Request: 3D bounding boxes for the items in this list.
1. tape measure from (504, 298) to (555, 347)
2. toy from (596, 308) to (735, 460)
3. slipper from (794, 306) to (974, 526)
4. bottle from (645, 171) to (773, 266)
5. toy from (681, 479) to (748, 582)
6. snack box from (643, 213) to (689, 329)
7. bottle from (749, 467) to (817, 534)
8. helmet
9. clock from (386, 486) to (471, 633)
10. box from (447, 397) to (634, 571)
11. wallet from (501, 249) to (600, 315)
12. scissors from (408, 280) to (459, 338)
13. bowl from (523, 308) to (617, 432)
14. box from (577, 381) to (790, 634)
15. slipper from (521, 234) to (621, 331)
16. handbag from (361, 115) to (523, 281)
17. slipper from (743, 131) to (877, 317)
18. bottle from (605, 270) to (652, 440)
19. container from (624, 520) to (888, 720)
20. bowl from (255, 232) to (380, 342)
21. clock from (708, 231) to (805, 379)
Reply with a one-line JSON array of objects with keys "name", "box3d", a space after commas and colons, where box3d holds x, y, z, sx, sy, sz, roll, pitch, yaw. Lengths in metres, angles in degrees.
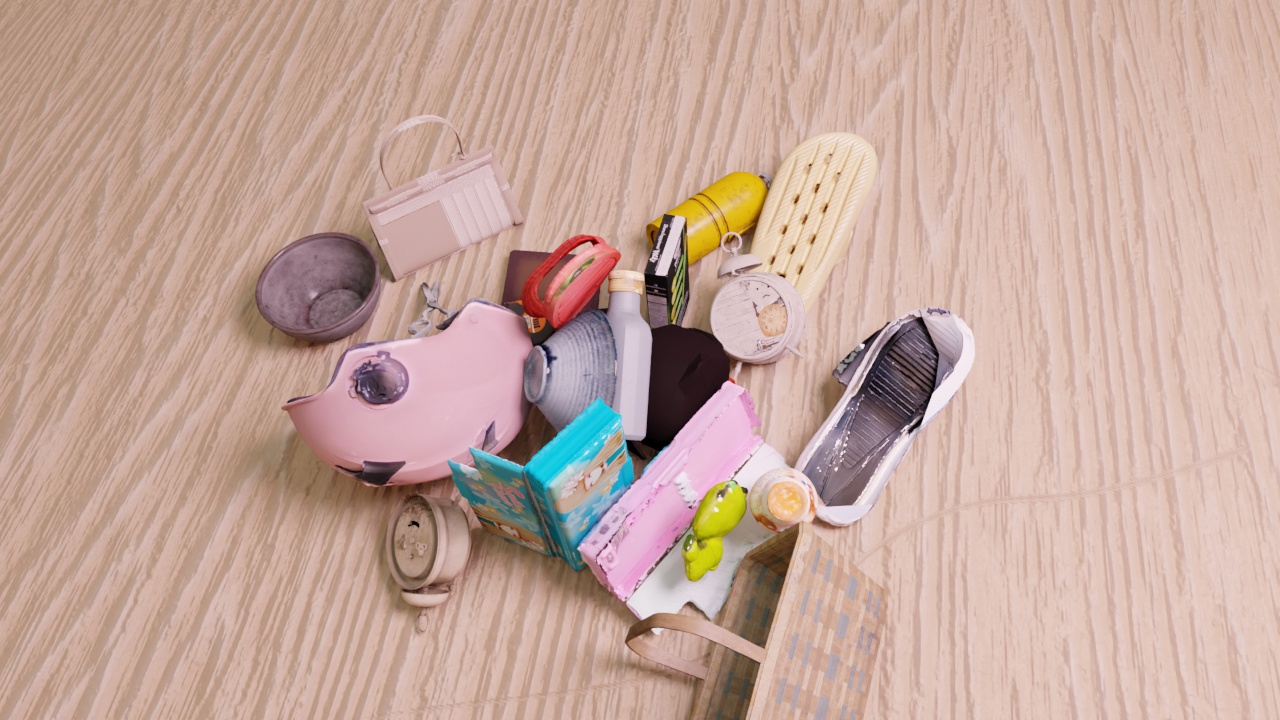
[{"name": "tape measure", "box3d": [-0.122, -0.042, 1.065, 0.059, 0.038, 0.058, -14, 77, 5]}, {"name": "toy", "box3d": [-0.006, 0.005, 0.966, 0.184, 0.140, 0.158, 27, 65, 20]}, {"name": "slipper", "box3d": [0.247, 0.051, 0.958, 0.111, 0.063, 0.263, 38, 77, -10]}, {"name": "bottle", "box3d": [0.093, -0.176, 1.112, 0.163, 0.071, 0.071, -34, 62, -15]}, {"name": "toy", "box3d": [0.069, 0.156, 0.856, 0.036, 0.094, 0.094, 21, 23, 31]}, {"name": "snack box", "box3d": [0.031, -0.082, 1.013, 0.025, 0.148, 0.080, 12, 60, 11]}, {"name": "bottle", "box3d": [0.133, 0.130, 0.853, 0.063, 0.109, 0.063, -1, 80, 6]}, {"name": "helmet", "box3d": [-0.220, 0.047, 0.931, 0.255, 0.230, 0.152, -21, 91, -15]}, {"name": "clock", "box3d": [-0.208, 0.198, 0.911, 0.093, 0.054, 0.140, -4, 81, 44]}, {"name": "box", "box3d": [-0.085, 0.129, 0.848, 0.170, 0.227, 0.085, -12, 60, -3]}, {"name": "wallet", "box3d": [-0.105, -0.094, 1.112, 0.115, 0.018, 0.091, 3, 60, 3]}, {"name": "scissors", "box3d": [-0.248, -0.059, 1.054, 0.117, 0.014, 0.161, -27, 33, -33]}, {"name": "bowl", "box3d": [-0.076, 0.015, 0.875, 0.057, 0.137, 0.137, 6, 54, -27]}, {"name": "box", "box3d": [0.056, 0.151, 0.907, 0.230, 0.160, 0.063, -46, 23, -21]}, {"name": "slipper", "box3d": [-0.076, -0.082, 0.931, 0.059, 0.249, 0.103, 42, 85, -1]}, {"name": "handbag", "box3d": [-0.245, -0.206, 1.082, 0.175, 0.198, 0.062, -27, 60, -12]}, {"name": "slipper", "box3d": [0.192, -0.145, 1.083, 0.111, 0.079, 0.261, 22, 82, 18]}, {"name": "bottle", "box3d": [-0.019, -0.005, 0.885, 0.046, 0.072, 0.161, 7, 84, -28]}, {"name": "container", "box3d": [0.083, 0.264, 0.785, 0.186, 0.158, 0.249, 25, 62, -5]}, {"name": "bowl", "box3d": [-0.372, -0.075, 1.091, 0.145, 0.067, 0.144, -2, 59, 3]}, {"name": "clock", "box3d": [0.118, -0.066, 1.008, 0.103, 0.061, 0.157, -18, 86, 21]}]
